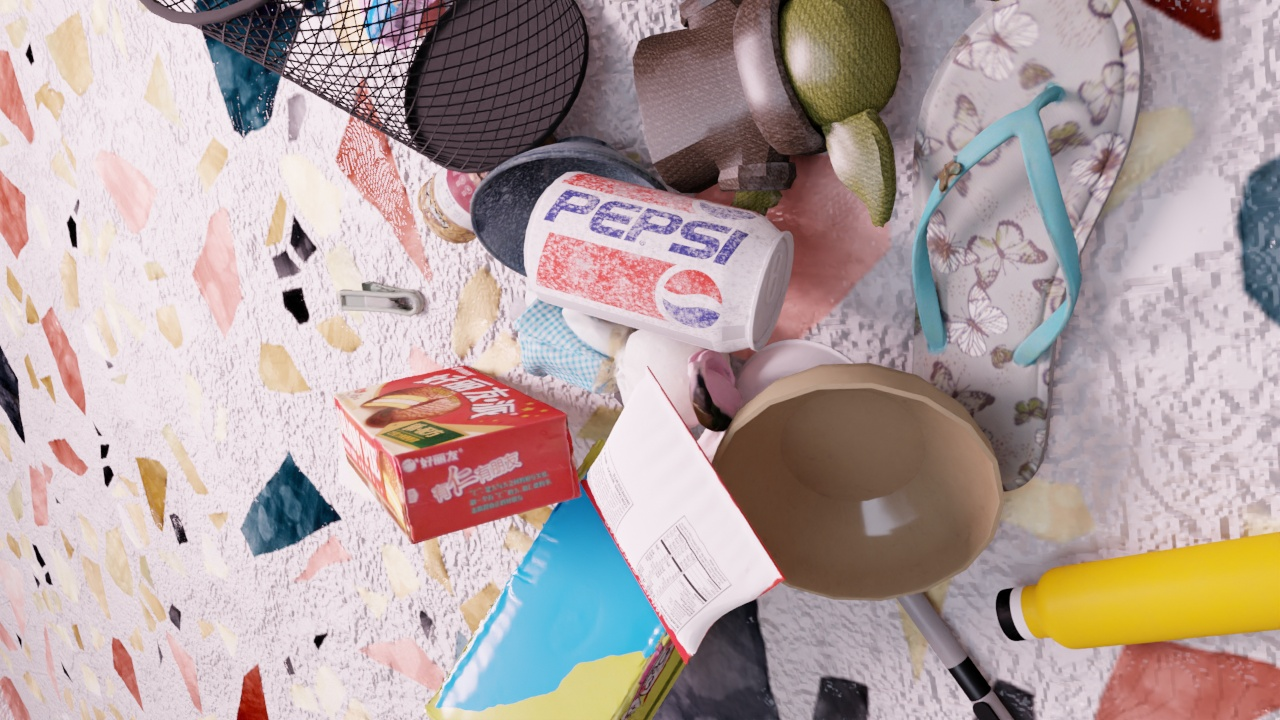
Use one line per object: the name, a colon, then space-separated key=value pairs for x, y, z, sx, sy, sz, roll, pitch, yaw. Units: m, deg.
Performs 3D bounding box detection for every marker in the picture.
marker: x=0.180 y=0.166 z=0.556 sx=0.016 sy=0.016 sz=0.140 roll=-44 pitch=76 yaw=39

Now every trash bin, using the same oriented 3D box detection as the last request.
trash bin: x=-0.141 y=-0.218 z=0.529 sx=0.184 sy=0.210 sz=0.184 roll=-7 pitch=73 yaw=24

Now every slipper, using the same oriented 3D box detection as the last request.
slipper: x=0.171 y=-0.048 z=0.456 sx=0.098 sy=0.054 sz=0.269 roll=21 pitch=123 yaw=34

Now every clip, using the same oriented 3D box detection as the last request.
clip: x=-0.221 y=-0.053 z=0.799 sx=0.076 sy=0.059 sz=0.023 roll=9 pitch=112 yaw=23

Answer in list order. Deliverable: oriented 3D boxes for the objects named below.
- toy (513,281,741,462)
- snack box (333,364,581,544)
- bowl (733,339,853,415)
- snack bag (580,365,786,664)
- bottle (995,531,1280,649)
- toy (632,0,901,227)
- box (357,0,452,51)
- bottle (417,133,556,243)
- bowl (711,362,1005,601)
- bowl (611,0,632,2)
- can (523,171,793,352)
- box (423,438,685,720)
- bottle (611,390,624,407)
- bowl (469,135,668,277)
toy: x=-0.004 y=0.003 z=0.596 sx=0.205 sy=0.105 sz=0.131 roll=32 pitch=135 yaw=35
snack box: x=-0.141 y=0.057 z=0.658 sx=0.237 sy=0.113 sz=0.060 roll=16 pitch=116 yaw=62
bowl: x=0.092 y=0.045 z=0.569 sx=0.110 sy=0.040 sz=0.110 roll=14 pitch=113 yaw=35
snack bag: x=0.013 y=0.093 z=0.515 sx=0.130 sy=0.039 sz=0.144 roll=57 pitch=148 yaw=20
bottle: x=0.254 y=0.120 z=0.463 sx=0.144 sy=0.043 sz=0.043 roll=-24 pitch=89 yaw=41
toy: x=0.066 y=-0.151 z=0.500 sx=0.153 sy=0.078 sz=0.179 roll=-11 pitch=93 yaw=34
box: x=-0.125 y=-0.316 z=0.629 sx=0.231 sy=0.053 sz=0.084 roll=-35 pitch=65 yaw=41
bottle: x=-0.111 y=-0.131 z=0.664 sx=0.105 sy=0.056 sz=0.056 roll=-27 pitch=87 yaw=41
bowl: x=0.116 y=0.061 z=0.505 sx=0.152 sy=0.050 sz=0.152 roll=6 pitch=124 yaw=9
bowl: x=0.006 y=-0.248 z=0.510 sx=0.114 sy=0.063 sz=0.113 roll=-38 pitch=35 yaw=33
can: x=0.010 y=-0.055 z=0.512 sx=0.136 sy=0.078 sz=0.078 roll=17 pitch=115 yaw=19
box: x=-0.029 y=0.175 z=0.616 sx=0.124 sy=0.081 sz=0.220 roll=28 pitch=81 yaw=26
bottle: x=-0.017 y=0.007 z=0.651 sx=0.113 sy=0.030 sz=0.030 roll=46 pitch=128 yaw=18
bowl: x=-0.039 y=-0.108 z=0.600 sx=0.137 sy=0.137 sz=0.057 roll=-27 pitch=47 yaw=41
